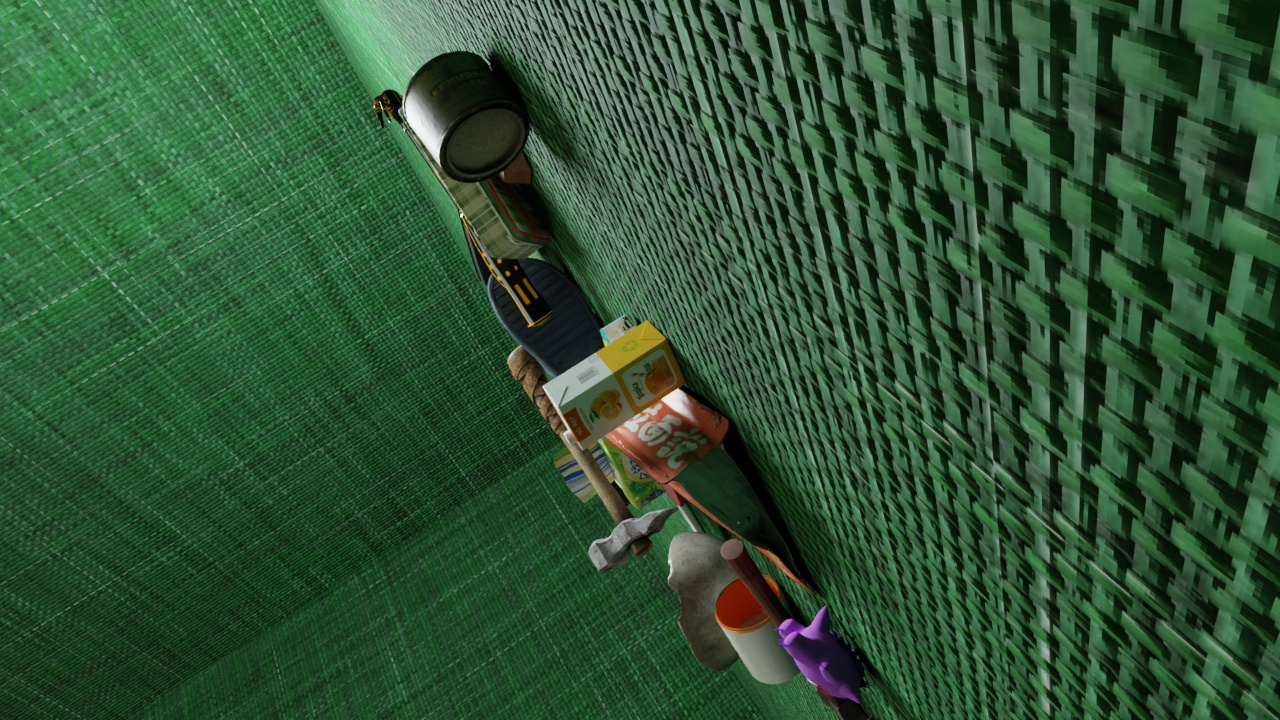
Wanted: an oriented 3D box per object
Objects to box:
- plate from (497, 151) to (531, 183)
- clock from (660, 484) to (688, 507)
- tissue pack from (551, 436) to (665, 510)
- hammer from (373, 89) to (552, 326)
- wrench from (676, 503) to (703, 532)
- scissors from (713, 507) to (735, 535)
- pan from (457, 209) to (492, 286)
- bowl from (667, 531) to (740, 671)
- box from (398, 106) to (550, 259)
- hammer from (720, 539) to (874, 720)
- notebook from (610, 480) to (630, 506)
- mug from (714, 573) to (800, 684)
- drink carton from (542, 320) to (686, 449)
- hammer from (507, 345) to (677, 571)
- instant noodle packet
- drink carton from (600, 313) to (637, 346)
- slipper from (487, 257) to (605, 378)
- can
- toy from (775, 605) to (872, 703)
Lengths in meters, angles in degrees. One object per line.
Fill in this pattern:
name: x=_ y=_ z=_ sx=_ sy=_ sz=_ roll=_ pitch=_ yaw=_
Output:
plate: x=-0.160 y=-0.240 z=0.976 sx=0.131 sy=0.025 sz=0.131 roll=56 pitch=171 yaw=12
clock: x=0.037 y=0.118 z=1.083 sx=0.096 sy=0.048 sz=0.137 roll=60 pitch=171 yaw=-15
tissue pack: x=-0.046 y=0.126 z=1.262 sx=0.120 sy=0.141 sz=0.198 roll=49 pitch=168 yaw=47
hammer: x=-0.205 y=-0.175 z=1.074 sx=0.320 sy=0.036 sz=0.123 roll=56 pitch=-167 yaw=-9
wrench: x=0.071 y=0.236 z=1.427 sx=0.273 sy=0.018 sz=0.066 roll=57 pitch=171 yaw=-6
scissors: x=0.095 y=0.179 z=1.076 sx=0.144 sy=0.019 sz=0.126 roll=52 pitch=171 yaw=43
pan: x=-0.224 y=-0.204 z=1.291 sx=0.355 sy=0.044 sz=0.204 roll=-138 pitch=33 yaw=-80
bowl: x=0.107 y=0.297 z=1.170 sx=0.178 sy=0.081 sz=0.178 roll=-90 pitch=-26 yaw=-47
box: x=-0.186 y=-0.213 z=1.056 sx=0.205 sy=0.050 sz=0.117 roll=59 pitch=-165 yaw=4
hammer: x=0.170 y=0.303 z=0.992 sx=0.301 sy=0.028 sz=0.111 roll=55 pitch=172 yaw=-24
notebook: x=-0.058 y=0.117 z=1.425 sx=0.209 sy=0.030 sz=0.169 roll=55 pitch=-153 yaw=1
mug: x=0.144 y=0.315 z=1.078 sx=0.105 sy=0.082 sz=0.082 roll=61 pitch=171 yaw=-30
drink carton: x=-0.026 y=0.024 z=0.847 sx=0.040 sy=0.122 sz=0.058 roll=47 pitch=167 yaw=51
hammer: x=-0.078 y=0.108 z=1.152 sx=0.048 sy=0.122 sz=0.318 roll=3 pitch=-134 yaw=-56
instant noodle packet: x=0.075 y=0.135 z=0.889 sx=0.221 sy=0.084 sz=0.164 roll=52 pitch=170 yaw=-26
drink carton: x=-0.006 y=0.006 z=0.948 sx=0.044 sy=0.038 sz=0.129 roll=52 pitch=170 yaw=33
slipper: x=-0.086 y=-0.020 z=1.158 sx=0.263 sy=0.101 sz=0.082 roll=50 pitch=178 yaw=7
can: x=-0.155 y=-0.216 z=0.820 sx=0.074 sy=0.089 sz=0.090 roll=53 pitch=171 yaw=25
toy: x=0.176 y=0.280 z=0.866 sx=0.088 sy=0.056 sz=0.106 roll=53 pitch=-179 yaw=5
